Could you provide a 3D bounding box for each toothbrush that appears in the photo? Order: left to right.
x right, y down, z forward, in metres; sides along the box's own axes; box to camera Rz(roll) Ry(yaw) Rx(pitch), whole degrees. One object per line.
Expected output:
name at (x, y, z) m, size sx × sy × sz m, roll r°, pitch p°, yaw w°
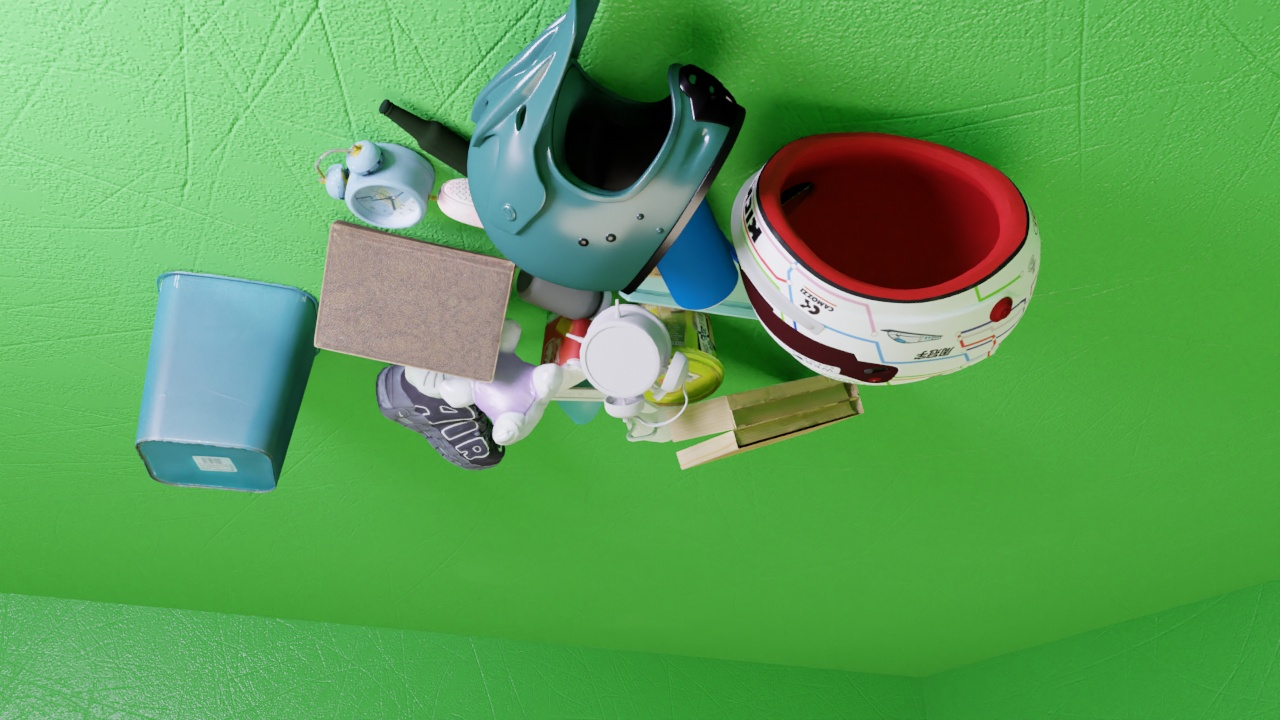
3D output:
toothbrush at (0.121, -0.109, 1.059) m, size 0.011 × 0.016 × 0.186 m, roll -16°, pitch 132°, yaw 41°

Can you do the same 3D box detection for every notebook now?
notebook at (-0.250, -0.085, 1.042) m, size 0.215 × 0.190 × 0.034 m, roll 14°, pitch -168°, yaw -3°

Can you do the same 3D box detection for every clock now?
clock at (-0.269, -0.182, 0.939) m, size 0.124 × 0.051 × 0.089 m, roll 25°, pitch 144°, yaw -37°
clock at (-0.007, 0.007, 1.090) m, size 0.120 × 0.061 × 0.159 m, roll -33°, pitch 100°, yaw 21°

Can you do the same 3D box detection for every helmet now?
helmet at (-0.047, -0.189, 0.800) m, size 0.200 × 0.176 × 0.276 m, roll 27°, pitch 136°, yaw -13°
helmet at (0.228, -0.089, 0.914) m, size 0.314 × 0.230 × 0.237 m, roll 0°, pitch 154°, yaw -10°

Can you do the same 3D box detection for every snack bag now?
snack bag at (-0.092, -0.019, 1.164) m, size 0.036 × 0.115 × 0.077 m, roll 29°, pitch 139°, yaw -33°

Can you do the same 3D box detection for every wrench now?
wrench at (-0.096, 0.043, 1.187) m, size 0.274 × 0.009 × 0.047 m, roll 0°, pitch 118°, yaw 23°

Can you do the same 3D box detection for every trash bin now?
trash bin at (-0.524, 0.036, 1.164) m, size 0.199 × 0.218 × 0.197 m, roll 7°, pitch 150°, yaw -14°

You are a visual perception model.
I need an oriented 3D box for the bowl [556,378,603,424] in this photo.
bowl at (-0.092, 0.022, 1.224) m, size 0.046 × 0.121 × 0.121 m, roll 11°, pitch 150°, yaw -32°

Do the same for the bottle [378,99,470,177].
bottle at (-0.200, -0.216, 0.897) m, size 0.033 × 0.033 × 0.123 m, roll -24°, pitch 142°, yaw 37°

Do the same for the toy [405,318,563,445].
toy at (-0.193, 0.010, 1.131) m, size 0.209 × 0.137 × 0.085 m, roll 32°, pitch 173°, yaw 25°

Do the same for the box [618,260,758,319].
box at (0.075, -0.100, 1.105) m, size 0.187 × 0.078 × 0.113 m, roll 5°, pitch 122°, yaw -12°

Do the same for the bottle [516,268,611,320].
bottle at (-0.091, -0.084, 1.102) m, size 0.108 × 0.060 × 0.060 m, roll 21°, pitch 145°, yaw -32°

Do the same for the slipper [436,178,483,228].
slipper at (-0.107, -0.136, 0.967) m, size 0.221 × 0.106 × 0.056 m, roll 18°, pitch 118°, yaw -18°

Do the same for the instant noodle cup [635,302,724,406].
instant noodle cup at (0.035, -0.013, 1.190) m, size 0.146 × 0.097 × 0.146 m, roll 1°, pitch 151°, yaw 0°

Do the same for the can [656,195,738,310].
can at (0.049, -0.125, 0.986) m, size 0.079 × 0.078 × 0.146 m, roll -11°, pitch 137°, yaw 20°

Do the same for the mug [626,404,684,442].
mug at (0.020, 0.084, 1.342) m, size 0.076 × 0.123 × 0.090 m, roll -5°, pitch 115°, yaw 25°

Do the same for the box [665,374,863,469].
box at (0.174, 0.078, 1.246) m, size 0.248 × 0.092 × 0.128 m, roll -11°, pitch 178°, yaw -38°

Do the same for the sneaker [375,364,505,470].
sneaker at (-0.252, 0.069, 1.350) m, size 0.151 × 0.097 × 0.252 m, roll -18°, pitch 140°, yaw 26°
